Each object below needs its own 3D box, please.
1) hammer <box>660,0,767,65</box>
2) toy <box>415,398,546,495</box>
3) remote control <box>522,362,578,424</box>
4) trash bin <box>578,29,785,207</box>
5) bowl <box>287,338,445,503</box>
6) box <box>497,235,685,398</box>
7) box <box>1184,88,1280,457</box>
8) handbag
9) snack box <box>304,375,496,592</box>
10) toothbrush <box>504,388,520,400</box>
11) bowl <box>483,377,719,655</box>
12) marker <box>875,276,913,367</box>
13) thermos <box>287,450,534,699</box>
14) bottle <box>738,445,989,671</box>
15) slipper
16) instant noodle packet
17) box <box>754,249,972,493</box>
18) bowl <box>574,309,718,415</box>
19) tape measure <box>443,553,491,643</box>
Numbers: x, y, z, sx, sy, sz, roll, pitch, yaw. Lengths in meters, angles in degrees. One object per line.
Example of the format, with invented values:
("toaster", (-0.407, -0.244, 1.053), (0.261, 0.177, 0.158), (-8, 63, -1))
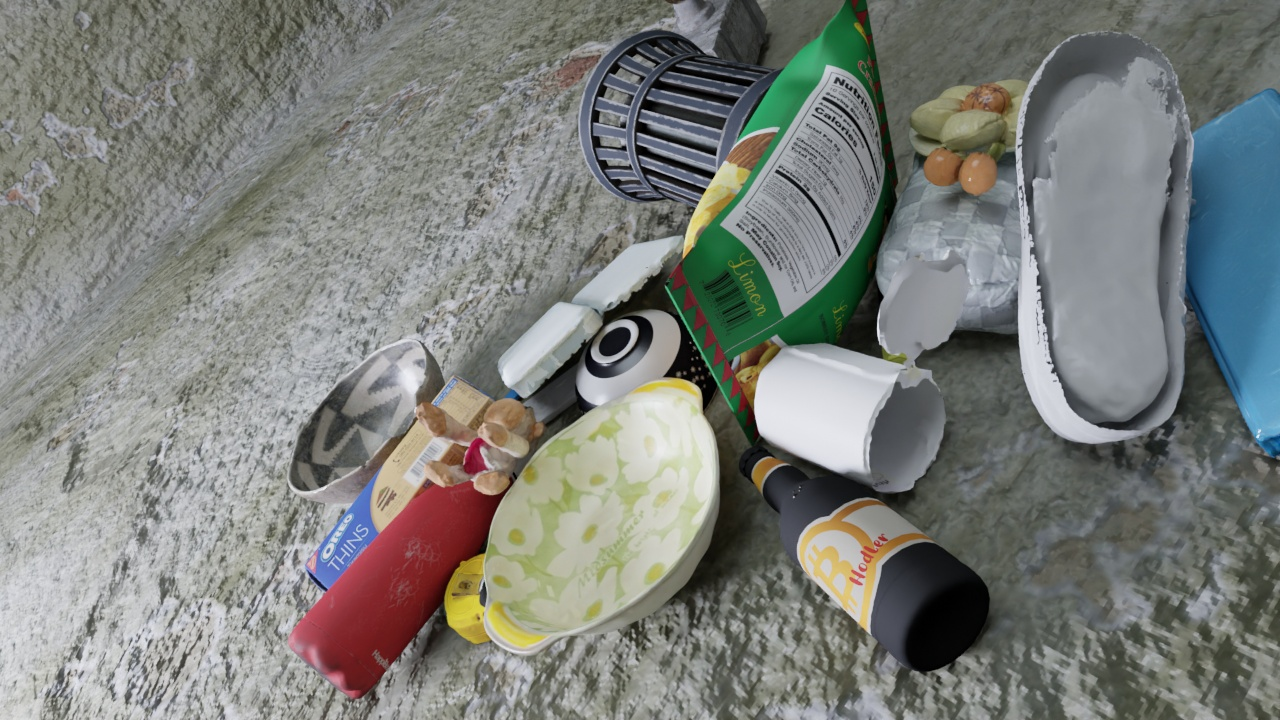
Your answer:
("hammer", (0.020, -0.421, 0.955), (0.080, 0.326, 0.176), (-14, 42, 33))
("toy", (-0.109, 0.060, 0.710), (0.085, 0.074, 0.105), (0, 10, 33))
("remote control", (-0.071, 0.032, 0.817), (0.131, 0.012, 0.033), (-37, 43, 6))
("trash bin", (0.072, -0.197, 0.813), (0.164, 0.164, 0.227), (-46, 38, -8))
("bowl", (-0.245, 0.072, 0.877), (0.179, 0.081, 0.178), (-26, 37, 21))
("box", (-0.050, -0.044, 0.806), (0.188, 0.037, 0.209), (-46, 12, -3))
("box", (0.348, -0.051, 0.498), (0.093, 0.052, 0.231), (-37, 30, 35))
("handbag", (0.218, -0.104, 0.599), (0.113, 0.123, 0.171), (6, 55, 28))
("snack box", (-0.194, 0.113, 0.786), (0.057, 0.056, 0.206), (27, 75, 37))
("toothbrush", (-0.134, 0.056, 0.854), (0.016, 0.014, 0.166), (14, 57, 47))
("bowl", (-0.016, 0.114, 0.633), (0.189, 0.060, 0.218), (8, 56, 48))
("marker", (0.178, -0.039, 0.654), (0.018, 0.021, 0.123), (-20, 38, 26))
("thermos", (-0.168, 0.148, 0.727), (0.073, 0.073, 0.239), (6, 47, 46))
("bottle", (0.113, 0.099, 0.528), (0.059, 0.059, 0.181), (-43, 34, -4))
("slipper", (0.258, -0.072, 0.514), (0.075, 0.112, 0.246), (120, 159, -74))
("instant noodle packet", (0.109, -0.091, 0.616), (0.090, 0.196, 0.252), (19, 68, 32))
("box", (0.132, -0.002, 0.563), (0.106, 0.080, 0.150), (24, 110, 51))
("bowl", (-0.004, 0.004, 0.728), (0.120, 0.066, 0.120), (-21, 43, 21))
("tape measure", (-0.117, 0.174, 0.681), (0.064, 0.037, 0.065), (-16, 42, 31))
